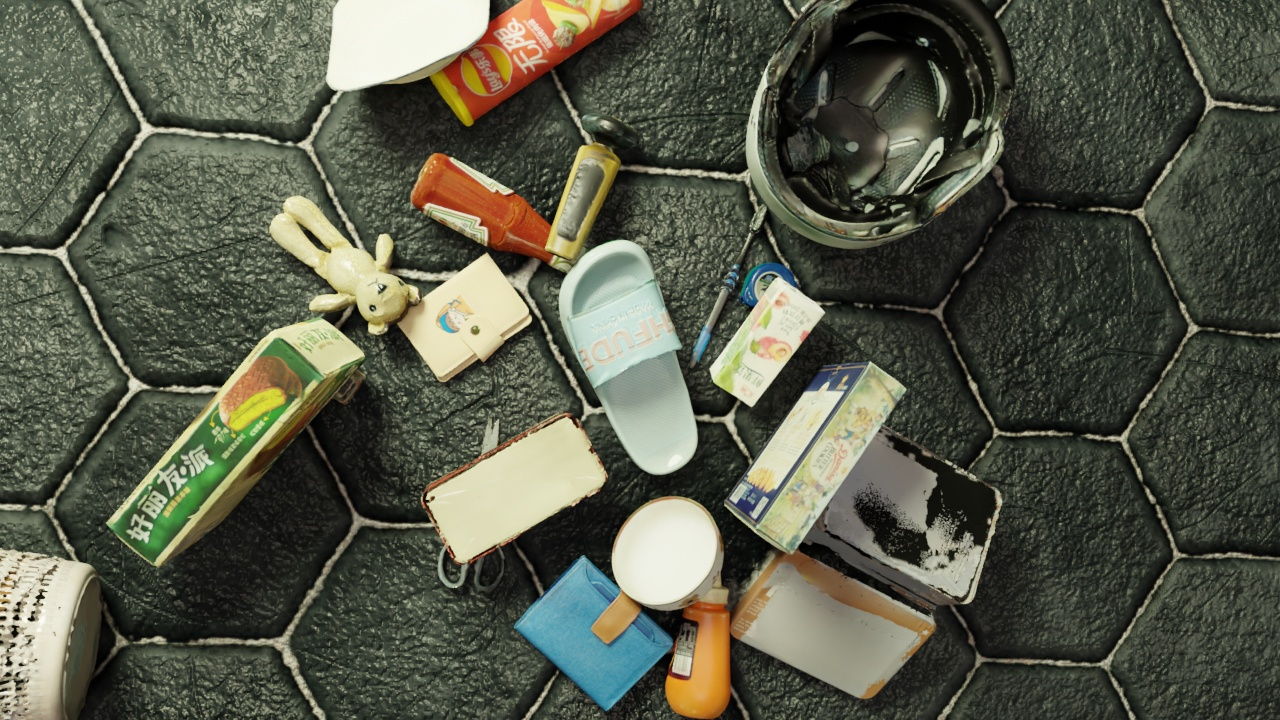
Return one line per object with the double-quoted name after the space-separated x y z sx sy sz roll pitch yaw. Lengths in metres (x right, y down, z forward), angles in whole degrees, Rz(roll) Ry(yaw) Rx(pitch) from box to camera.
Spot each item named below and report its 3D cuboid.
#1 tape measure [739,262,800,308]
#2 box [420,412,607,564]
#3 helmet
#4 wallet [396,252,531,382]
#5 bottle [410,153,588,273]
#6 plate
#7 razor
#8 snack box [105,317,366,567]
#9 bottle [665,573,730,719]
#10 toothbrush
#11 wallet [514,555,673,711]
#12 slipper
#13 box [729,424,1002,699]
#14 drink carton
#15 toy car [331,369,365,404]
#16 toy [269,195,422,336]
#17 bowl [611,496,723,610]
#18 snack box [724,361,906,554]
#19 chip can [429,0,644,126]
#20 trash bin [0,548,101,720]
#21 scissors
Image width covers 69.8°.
0.134 -0.074 0.952 0.058 0.025 0.054 21 88 -16 "tape measure"
-0.121 0.125 0.894 0.168 0.080 0.091 -29 93 -10 "box"
0.214 -0.226 0.892 0.230 0.157 0.273 37 77 -4 "helmet"
-0.175 -0.040 0.920 0.115 0.024 0.087 -36 96 -5 "wallet"
-0.124 -0.131 0.907 0.206 0.060 0.060 28 88 -12 "bottle"
-0.214 -0.312 0.866 0.164 0.034 0.164 -15 54 10 "plate"
-0.052 -0.170 0.892 0.062 0.068 0.167 21 69 -3 "razor"
-0.362 0.071 0.834 0.063 0.114 0.240 42 99 -5 "snack box"
0.064 0.284 0.938 0.066 0.067 0.149 8 83 -7 "bottle"
0.091 -0.077 0.952 0.014 0.016 0.189 25 90 1 "toothbrush"
-0.046 0.278 0.936 0.133 0.040 0.106 45 91 -6 "wallet"
-0.005 0.005 0.900 0.104 0.074 0.245 -21 106 -6 "slipper"
0.229 0.208 0.931 0.179 0.126 0.273 28 93 -7 "box"
0.126 -0.019 0.928 0.053 0.045 0.123 31 107 -14 "drink carton"
-0.317 0.004 0.899 0.090 0.035 0.042 36 86 -4 "toy car"
-0.287 -0.094 0.885 0.157 0.066 0.105 41 70 -1 "toy"
0.035 0.200 0.919 0.113 0.113 0.062 -44 137 -4 "bowl"
0.160 0.087 0.881 0.046 0.178 0.182 36 87 -2 "snack box"
-0.102 -0.316 0.896 0.216 0.073 0.073 -34 95 -5 "chip can"
-0.593 0.251 0.799 0.192 0.228 0.227 5 91 -19 "trash bin"
-0.171 0.147 0.930 0.135 0.014 0.175 -25 94 -6 "scissors"
